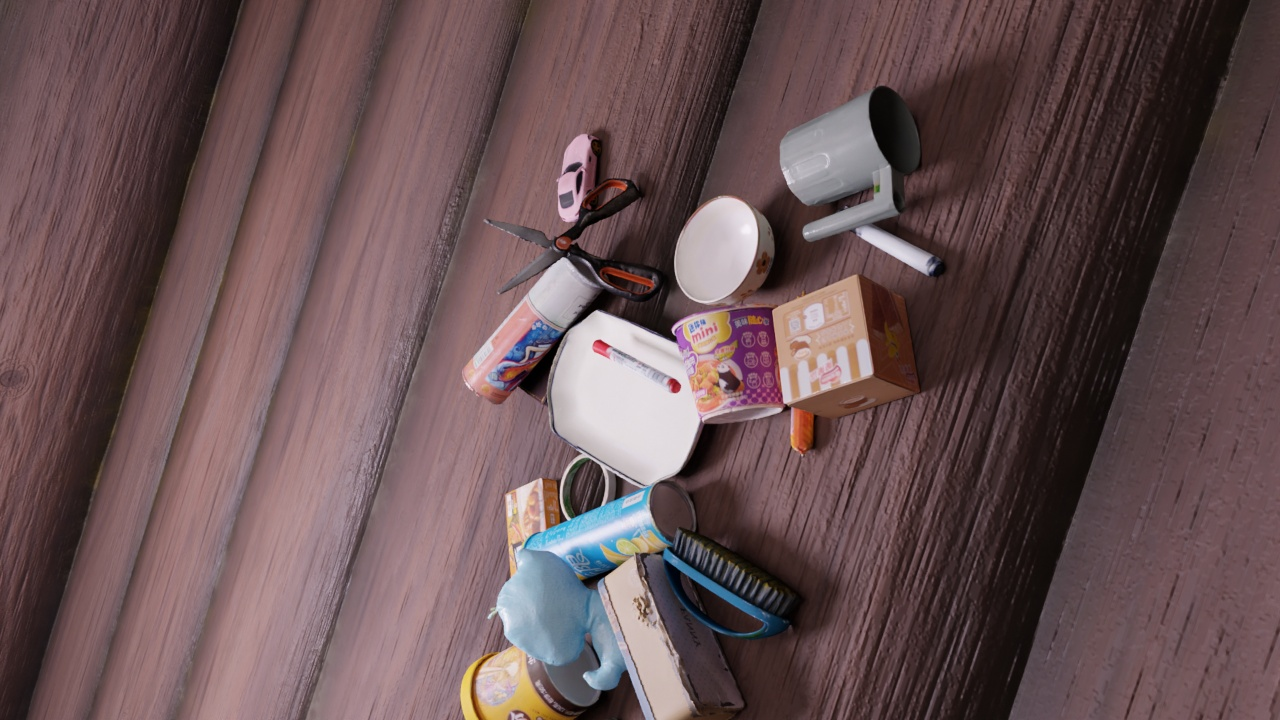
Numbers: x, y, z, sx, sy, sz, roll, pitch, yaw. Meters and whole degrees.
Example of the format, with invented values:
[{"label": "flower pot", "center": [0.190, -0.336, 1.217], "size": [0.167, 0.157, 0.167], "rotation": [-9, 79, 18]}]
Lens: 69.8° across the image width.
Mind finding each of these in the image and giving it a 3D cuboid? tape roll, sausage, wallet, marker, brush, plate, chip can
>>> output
[{"label": "tape roll", "center": [-0.062, 0.151, 1.071], "size": [0.086, 0.014, 0.085], "rotation": [-17, 66, 43]}, {"label": "sausage", "center": [0.156, 0.011, 0.878], "size": [0.022, 0.021, 0.165], "rotation": [-10, 71, 45]}, {"label": "wallet", "center": [-0.123, -0.014, 1.184], "size": [0.096, 0.020, 0.122], "rotation": [33, 101, 41]}, {"label": "marker", "center": [-0.006, 0.006, 1.002], "size": [0.145, 0.017, 0.017], "rotation": [28, 98, 47]}, {"label": "brush", "center": [0.078, 0.216, 0.862], "size": [0.144, 0.055, 0.073], "rotation": [25, 89, 36]}, {"label": "plate", "center": [-0.014, 0.041, 1.039], "size": [0.266, 0.034, 0.162], "rotation": [24, 96, 47]}, {"label": "chip can", "center": [-0.039, 0.193, 0.992], "size": [0.211, 0.071, 0.071], "rotation": [-28, 59, 37]}, {"label": "chip can", "center": [-0.133, -0.041, 1.140], "size": [0.215, 0.071, 0.071], "rotation": [-46, 49, 20]}, {"label": "marker", "center": [0.227, -0.111, 0.843], "size": [0.131, 0.018, 0.023], "rotation": [42, 117, 45]}]

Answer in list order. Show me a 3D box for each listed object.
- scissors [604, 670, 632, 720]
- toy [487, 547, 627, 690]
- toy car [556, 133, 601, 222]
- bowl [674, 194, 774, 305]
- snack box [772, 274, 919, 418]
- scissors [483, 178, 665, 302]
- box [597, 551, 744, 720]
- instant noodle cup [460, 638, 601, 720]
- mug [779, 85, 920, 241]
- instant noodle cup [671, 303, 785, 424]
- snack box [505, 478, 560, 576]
[{"label": "scissors", "center": [0.021, 0.364, 0.915], "size": [0.177, 0.019, 0.172], "rotation": [3, 80, 49]}, {"label": "toy", "center": [-0.077, 0.264, 0.947], "size": [0.050, 0.156, 0.161], "rotation": [104, 153, -63]}, {"label": "toy car", "center": [-0.083, -0.240, 1.198], "size": [0.056, 0.037, 0.122], "rotation": [-10, 70, 43]}, {"label": "bowl", "center": [0.097, -0.107, 0.947], "size": [0.114, 0.062, 0.113], "rotation": [-18, 66, 44]}, {"label": "snack box", "center": [0.182, -0.009, 0.816], "size": [0.093, 0.077, 0.094], "rotation": [-23, 61, 40]}, {"label": "scissors", "center": [-0.070, -0.141, 1.075], "size": [0.234, 0.022, 0.220], "rotation": [25, 61, 11]}, {"label": "box", "center": [0.030, 0.276, 0.880], "size": [0.062, 0.089, 0.184], "rotation": [-40, 50, 23]}, {"label": "instant noodle cup", "center": [-0.112, 0.354, 0.994], "size": [0.115, 0.118, 0.118], "rotation": [-38, 53, 22]}, {"label": "mug", "center": [0.193, -0.178, 0.851], "size": [0.104, 0.083, 0.123], "rotation": [-15, 65, 45]}, {"label": "instant noodle cup", "center": [0.092, 0.006, 0.891], "size": [0.112, 0.111, 0.099], "rotation": [-20, 71, 42]}, {"label": "snack box", "center": [-0.127, 0.225, 1.108], "size": [0.075, 0.026, 0.153], "rotation": [-29, 59, 39]}]
